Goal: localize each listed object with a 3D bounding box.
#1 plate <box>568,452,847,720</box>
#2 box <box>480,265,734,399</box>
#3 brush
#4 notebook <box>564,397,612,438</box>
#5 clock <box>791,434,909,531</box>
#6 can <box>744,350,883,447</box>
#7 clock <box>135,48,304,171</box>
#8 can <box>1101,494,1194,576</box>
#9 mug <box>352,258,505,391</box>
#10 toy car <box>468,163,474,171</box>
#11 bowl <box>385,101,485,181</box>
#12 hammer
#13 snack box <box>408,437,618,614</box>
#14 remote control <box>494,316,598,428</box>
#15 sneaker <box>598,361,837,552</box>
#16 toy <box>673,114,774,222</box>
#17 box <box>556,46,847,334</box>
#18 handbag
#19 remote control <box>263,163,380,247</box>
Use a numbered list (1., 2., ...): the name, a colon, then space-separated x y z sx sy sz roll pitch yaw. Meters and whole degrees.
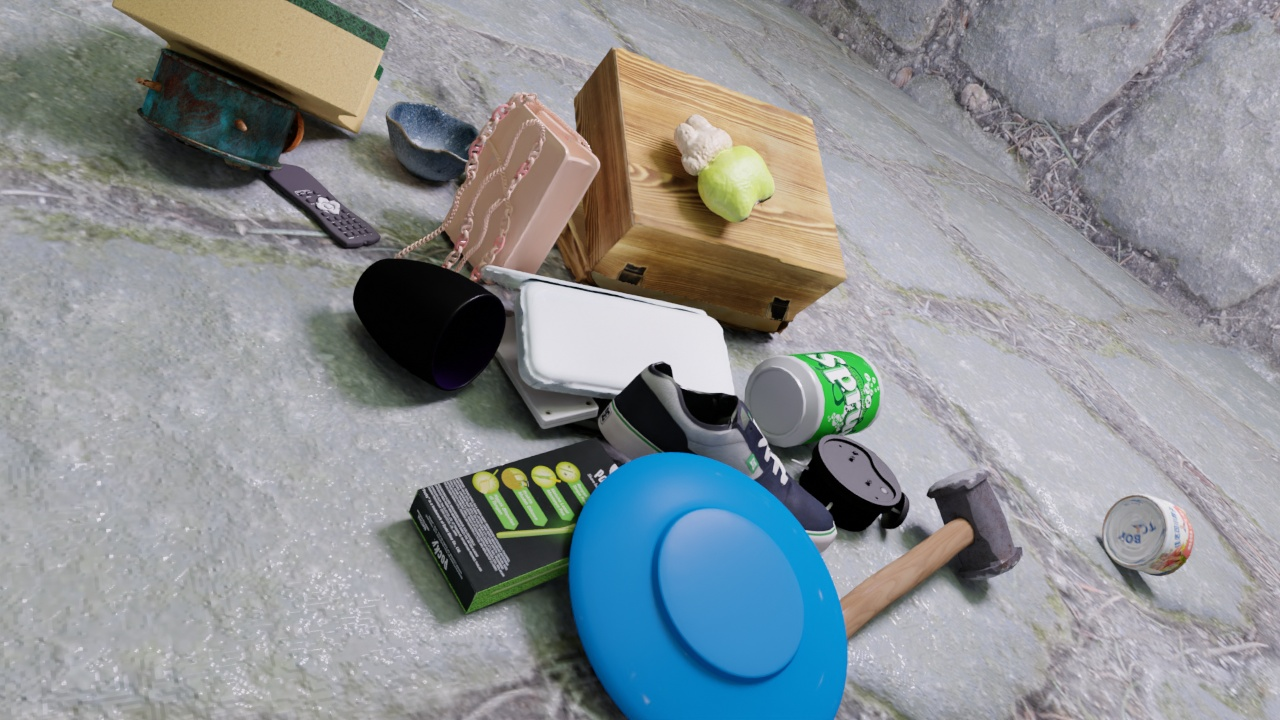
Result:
1. plate: 0.057 0.158 0.620 0.224 0.024 0.223 19 49 -23
2. box: -0.024 -0.033 0.802 0.210 0.084 0.185 11 36 -30
3. brush: -0.340 -0.291 0.838 0.195 0.075 0.250 22 3 -19
4. notebook: -0.005 0.005 0.857 0.169 0.030 0.208 15 37 -23
5. clock: 0.203 0.117 0.859 0.120 0.043 0.091 8 37 -35
6. can: 0.173 0.036 0.910 0.139 0.088 0.088 -4 45 -46
7. clock: -0.365 -0.214 0.813 0.121 0.073 0.157 24 10 -4
8. can: 0.568 0.195 1.030 0.043 0.086 0.086 16 33 -21
9. mug: -0.164 -0.031 0.727 0.100 0.085 0.119 29 -3 22
10. toy car: -0.152 -0.185 1.005 0.049 0.030 0.107 -7 48 -46
11. bowl: -0.223 -0.226 0.978 0.110 0.055 0.110 23 31 -15
12. hammer: 0.227 0.177 0.774 0.327 0.052 0.098 -15 82 -44
13. snack box: -0.070 0.106 0.619 0.147 0.025 0.080 -13 55 -41
14. remote control: -0.087 0.006 0.772 0.050 0.011 0.135 -12 44 -28
15. sneaker: 0.083 0.080 0.744 0.235 0.079 0.084 32 17 -21
16. toy: 0.080 -0.193 0.912 0.115 0.046 0.091 48 55 -4
17. box: 0.048 -0.151 1.038 0.278 0.221 0.258 11 58 -31
18. handbag: -0.146 -0.170 0.820 0.116 0.199 0.186 47 25 25
19. remote control: -0.292 -0.143 0.836 0.124 0.009 0.046 40 31 15
